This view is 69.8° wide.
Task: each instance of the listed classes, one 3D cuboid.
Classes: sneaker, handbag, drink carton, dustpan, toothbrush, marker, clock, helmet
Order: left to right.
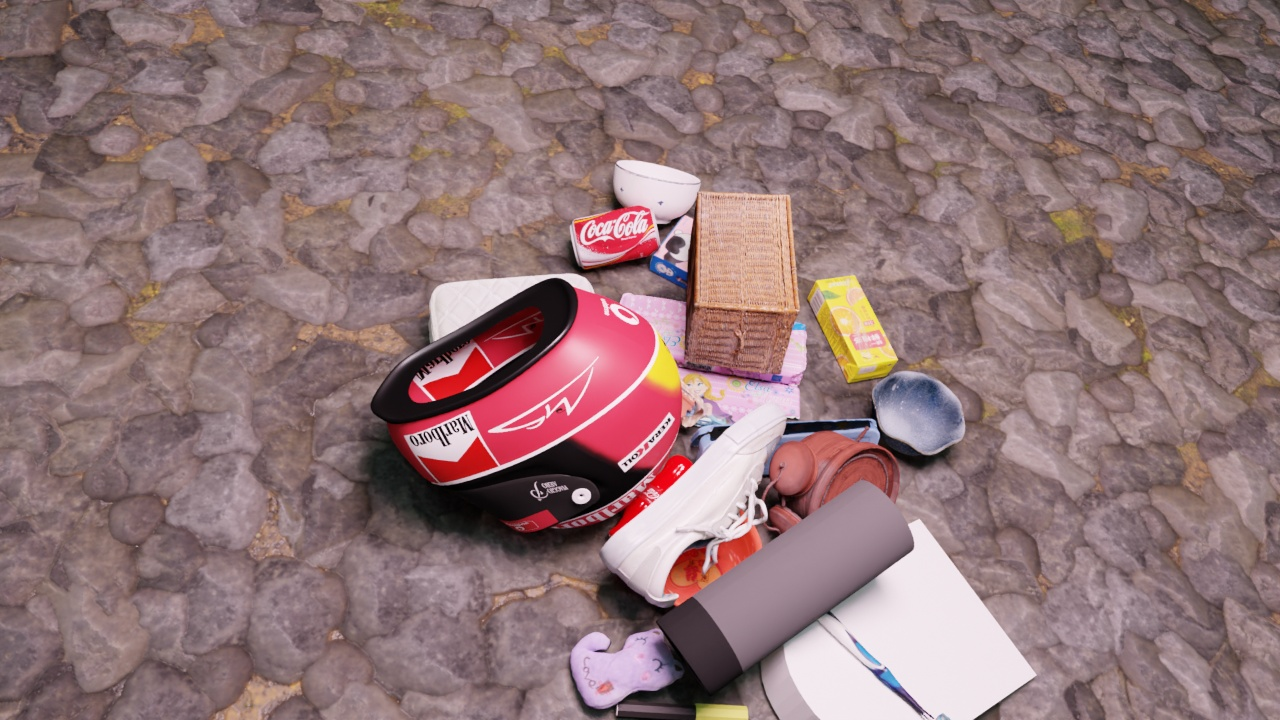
[{"bbox_3d":[-0.140,-0.020,1.040,0.194,0.073,0.138,-6,66,-14],"label":"handbag"},{"bbox_3d":[-0.088,0.059,0.906,0.271,0.225,0.197,-29,30,6],"label":"helmet"},{"bbox_3d":[0.039,0.333,0.862,0.124,0.018,0.021,5,55,-5],"label":"marker"},{"bbox_3d":[0.075,0.143,0.904,0.241,0.090,0.091,-40,75,-23],"label":"sneaker"},{"bbox_3d":[0.192,0.135,0.957,0.157,0.121,0.072,-15,25,-29],"label":"clock"},{"bbox_3d":[0.263,-0.040,1.139,0.058,0.043,0.134,-9,59,-17],"label":"drink carton"},{"bbox_3d":[0.243,0.293,0.925,0.257,0.053,0.191,-15,59,-32],"label":"dustpan"},{"bbox_3d":[0.229,0.291,0.869,0.189,0.017,0.016,42,40,15],"label":"toothbrush"}]

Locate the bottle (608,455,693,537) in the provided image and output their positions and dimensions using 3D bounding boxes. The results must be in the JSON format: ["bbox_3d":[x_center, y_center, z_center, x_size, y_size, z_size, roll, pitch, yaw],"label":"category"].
[{"bbox_3d":[0.011,0.149,0.971,0.036,0.036,0.118,39,59,16],"label":"bottle"}]

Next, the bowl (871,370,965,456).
[{"bbox_3d":[0.314,0.070,1.065,0.110,0.055,0.110,5,55,-7],"label":"bowl"}]

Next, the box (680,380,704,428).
[{"bbox_3d":[-0.008,0.007,1.016,0.188,0.056,0.063,43,13,-12],"label":"box"}]

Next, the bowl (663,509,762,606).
[{"bbox_3d":[0.057,0.200,0.938,0.130,0.045,0.130,5,56,-7],"label":"bowl"}]

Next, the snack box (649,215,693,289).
[{"bbox_3d":[0.100,-0.117,1.169,0.154,0.033,0.087,29,56,10],"label":"snack box"}]

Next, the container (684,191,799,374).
[{"bbox_3d":[0.114,-0.094,1.065,0.113,0.114,0.198,5,53,-1],"label":"container"}]

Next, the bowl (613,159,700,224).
[{"bbox_3d":[0.016,-0.216,1.190,0.113,0.063,0.113,11,20,-4],"label":"bowl"}]

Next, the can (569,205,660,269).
[{"bbox_3d":[-0.031,-0.153,1.138,0.105,0.064,0.064,-12,58,2],"label":"can"}]

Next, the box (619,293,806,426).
[{"bbox_3d":[0.081,0.005,1.083,0.230,0.035,0.159,9,55,-2],"label":"box"}]

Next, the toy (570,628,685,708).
[{"bbox_3d":[-0.016,0.287,0.872,0.099,0.036,0.080,-17,43,-19],"label":"toy"}]

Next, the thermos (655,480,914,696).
[{"bbox_3d":[0.136,0.211,0.859,0.240,0.082,0.082,-31,66,-13],"label":"thermos"}]

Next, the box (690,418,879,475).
[{"bbox_3d":[0.160,0.085,1.026,0.209,0.068,0.058,-3,41,-12],"label":"box"}]
